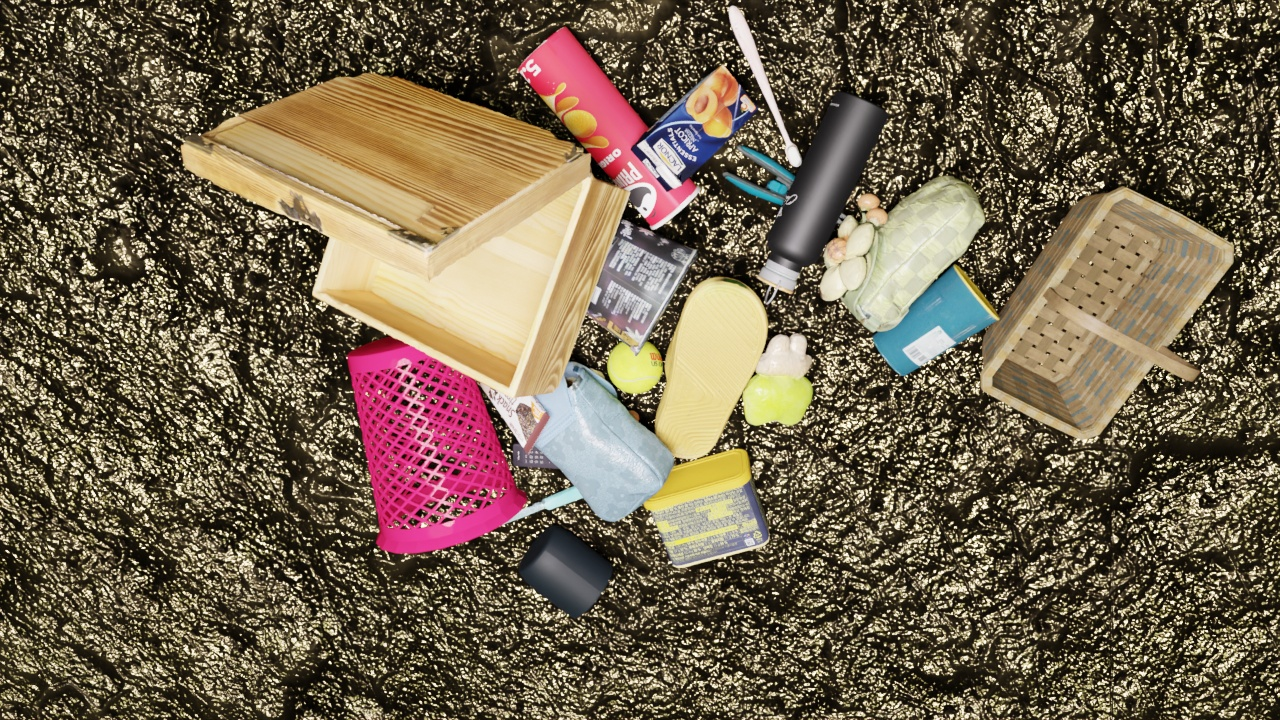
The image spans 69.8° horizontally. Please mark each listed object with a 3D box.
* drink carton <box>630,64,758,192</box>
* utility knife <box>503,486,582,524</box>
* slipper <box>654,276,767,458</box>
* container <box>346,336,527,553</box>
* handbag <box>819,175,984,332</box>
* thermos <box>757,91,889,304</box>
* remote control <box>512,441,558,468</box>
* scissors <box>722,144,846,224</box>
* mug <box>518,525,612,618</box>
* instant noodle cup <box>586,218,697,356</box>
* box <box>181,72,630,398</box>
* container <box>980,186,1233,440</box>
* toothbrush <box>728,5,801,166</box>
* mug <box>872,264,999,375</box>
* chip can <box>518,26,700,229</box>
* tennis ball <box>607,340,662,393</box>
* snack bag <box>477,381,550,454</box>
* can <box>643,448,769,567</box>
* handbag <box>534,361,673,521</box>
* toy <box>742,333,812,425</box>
[{"bbox_3d":[0.055,-0.241,0.956,0.064,0.040,0.129,47,73,-13],"label":"drink carton"},{"bbox_3d":[-0.112,0.182,1.185,0.179,0.015,0.022,-23,107,11],"label":"utility knife"},{"bbox_3d":[0.079,0.004,1.071,0.099,0.078,0.264,15,129,-1],"label":"slipper"},{"bbox_3d":[-0.251,0.083,1.084,0.183,0.183,0.226,-11,103,9],"label":"container"},{"bbox_3d":[0.268,-0.128,0.978,0.117,0.113,0.187,35,109,-24],"label":"handbag"},{"bbox_3d":[0.184,-0.165,0.979,0.061,0.061,0.231,24,102,-5],"label":"thermos"},{"bbox_3d":[-0.093,0.121,1.160,0.136,0.015,0.032,3,112,1],"label":"remote control"},{"bbox_3d":[0.157,-0.185,1.016,0.140,0.019,0.128,-16,105,4],"label":"scissors"},{"bbox_3d":[-0.108,0.277,1.195,0.094,0.085,0.122,40,138,-10],"label":"mug"},{"bbox_3d":[-0.016,-0.091,1.010,0.112,0.137,0.137,31,111,0],"label":"instant noodle cup"},{"bbox_3d":[-0.211,-0.144,0.856,0.279,0.314,0.282,25,100,22],"label":"box"},{"bbox_3d":[0.482,-0.042,0.955,0.157,0.186,0.250,26,111,-6],"label":"container"},{"bbox_3d":[0.133,-0.290,0.978,0.016,0.018,0.181,-23,107,12],"label":"toothbrush"},{"bbox_3d":[0.328,-0.040,1.032,0.122,0.078,0.078,-40,103,22],"label":"mug"},{"bbox_3d":[-0.033,-0.246,0.982,0.069,0.069,0.220,-38,104,17],"label":"chip can"},{"bbox_3d":[-0.006,0.006,1.080,0.065,0.065,0.065,2,111,4],"label":"tennis ball"},{"bbox_3d":[-0.157,0.038,1.077,0.013,0.158,0.057,7,122,-45],"label":"snack bag"},{"bbox_3d":[0.084,0.185,1.140,0.135,0.075,0.104,-17,112,11],"label":"can"},{"bbox_3d":[-0.050,0.087,1.090,0.192,0.118,0.122,43,121,-5],"label":"handbag"},{"bbox_3d":[0.165,0.023,1.078,0.092,0.046,0.115,1,109,-24],"label":"toy"}]
